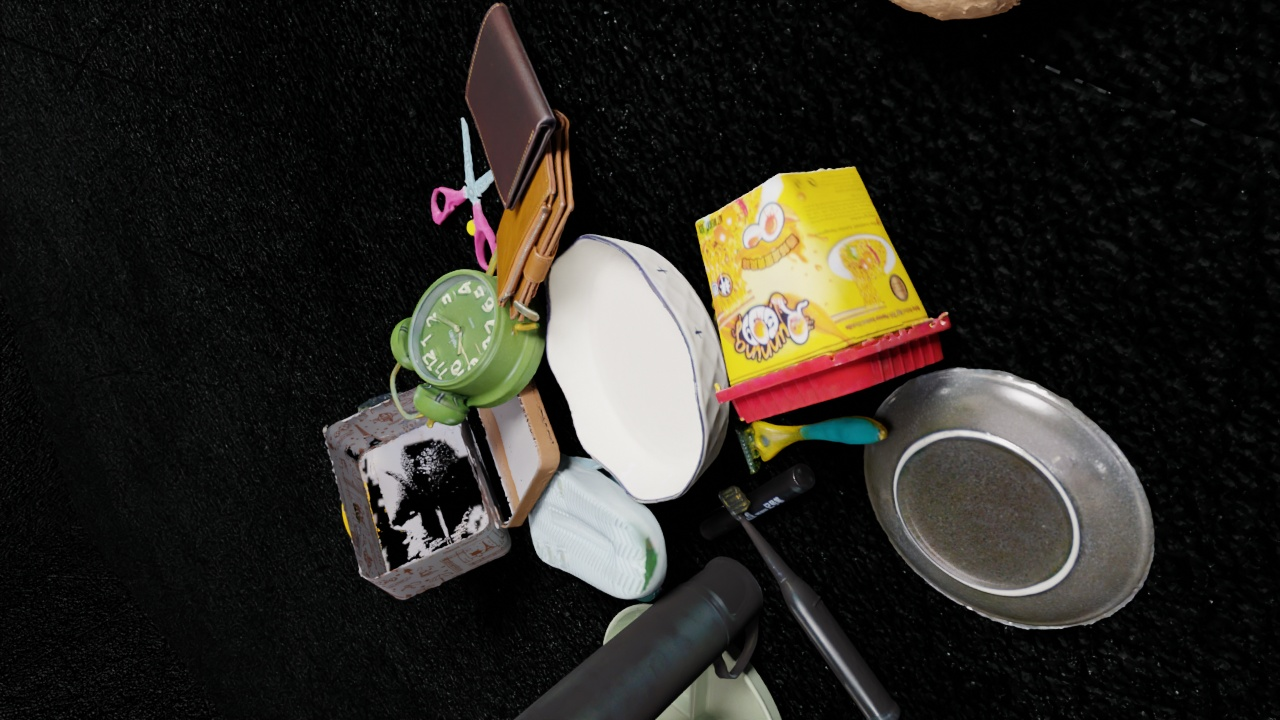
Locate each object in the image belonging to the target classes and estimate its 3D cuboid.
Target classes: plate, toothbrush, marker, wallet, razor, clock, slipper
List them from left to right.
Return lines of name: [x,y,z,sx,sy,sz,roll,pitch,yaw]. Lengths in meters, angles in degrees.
clock: [-0.154,-0.011,0.783,0.161,0.056,0.116,-40,57,17]
wallet: [-0.101,-0.188,0.683,0.097,0.020,0.122,-56,48,49]
wallet: [-0.083,-0.104,0.699,0.131,0.035,0.119,123,145,-46]
slipper: [-0.036,0.136,0.797,0.246,0.074,0.104,10,107,62]
plate: [-0.004,0.004,0.683,0.205,0.045,0.205,36,135,46]
plate: [0.049,0.328,0.846,0.230,0.027,0.230,23,122,42]
marker: [0.086,0.109,0.701,0.132,0.020,0.022,-43,51,51]
toothbrush: [0.124,0.182,0.686,0.027,0.026,0.212,-34,91,44]
razor: [0.117,0.052,0.624,0.133,0.028,0.043,-14,95,54]
plate: [0.210,0.090,0.556,0.179,0.024,0.180,25,129,35]

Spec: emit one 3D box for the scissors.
scissors: [-0.151,-0.144,0.801,0.132,0.017,0.133,17,120,42]

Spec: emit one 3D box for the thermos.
thermos: [0.006,0.246,0.692,0.069,0.241,0.090,-27,91,51]

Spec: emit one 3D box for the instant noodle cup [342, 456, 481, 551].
instant noodle cup: [-0.246,0.156,1.007,0.115,0.118,0.118,-10,105,41]

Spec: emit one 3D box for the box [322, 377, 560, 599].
box: [-0.174,0.091,0.867,0.272,0.132,0.179,-39,58,23]

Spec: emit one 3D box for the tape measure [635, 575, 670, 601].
tape measure: [-0.001,0.194,0.838,0.058,0.025,0.054,-11,103,50]

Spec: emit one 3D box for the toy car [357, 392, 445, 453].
toy car: [-0.263,0.072,1.016,0.121,0.054,0.037,24,125,34]

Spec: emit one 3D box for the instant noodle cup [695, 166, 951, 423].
instant noodle cup: [0.098,-0.040,0.536,0.116,0.115,0.123,-23,84,51]

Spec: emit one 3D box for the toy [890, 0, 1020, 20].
toy: [0.112,-0.255,0.415,0.226,0.082,0.144,50,135,17]

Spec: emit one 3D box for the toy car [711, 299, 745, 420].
toy car: [0.070,-0.006,0.637,0.049,0.031,0.106,36,135,32]
